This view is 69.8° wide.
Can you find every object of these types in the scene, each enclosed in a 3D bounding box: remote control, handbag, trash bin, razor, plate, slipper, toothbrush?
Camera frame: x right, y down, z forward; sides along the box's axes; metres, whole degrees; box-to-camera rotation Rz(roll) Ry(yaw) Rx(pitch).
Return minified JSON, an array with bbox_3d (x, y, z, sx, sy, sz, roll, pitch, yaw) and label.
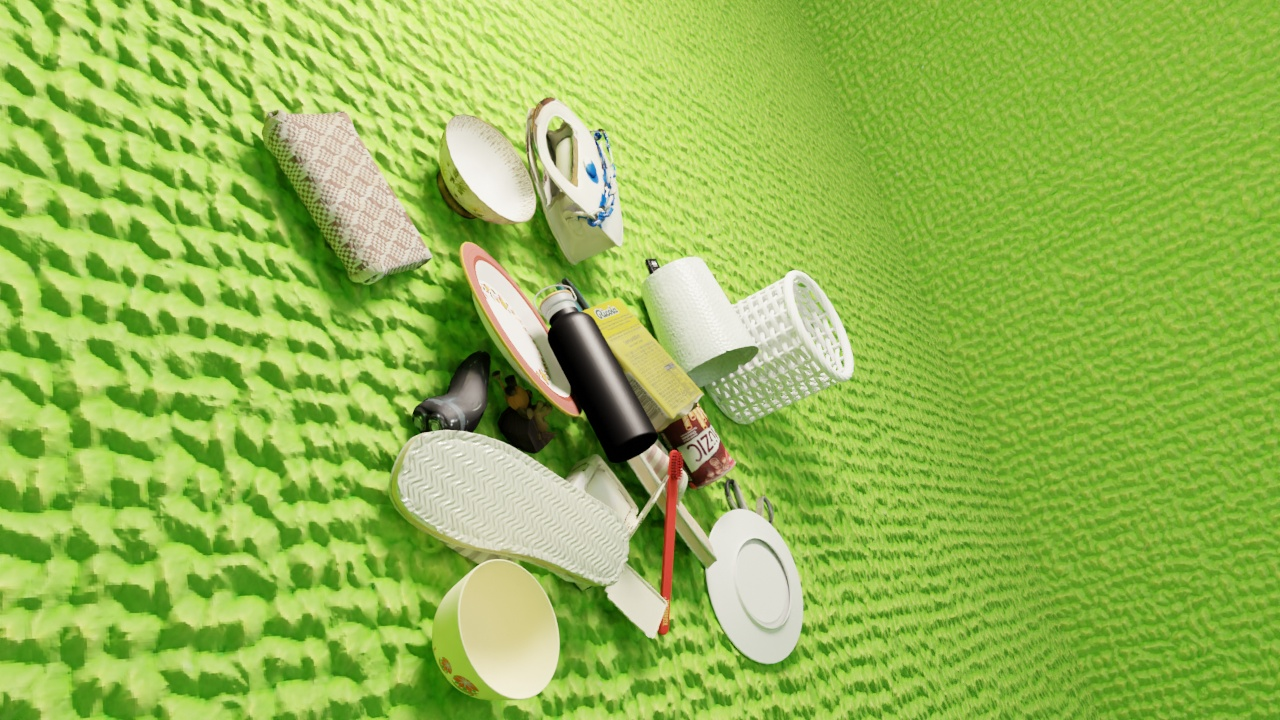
[{"bbox_3d":[0.044,-0.097,1.443,0.030,0.009,0.140,-11,75,-60],"label":"remote control"},{"bbox_3d":[-0.294,-0.164,0.920,0.186,0.047,0.124,59,21,-5],"label":"handbag"},{"bbox_3d":[0.079,-0.057,1.350,0.133,0.134,0.161,3,58,-57],"label":"trash bin"},{"bbox_3d":[-0.185,0.036,0.923,0.063,0.053,0.140,25,34,-10],"label":"razor"},{"bbox_3d":[0.163,0.303,1.247,0.208,0.015,0.208,26,52,-38],"label":"plate"},{"bbox_3d":[0.026,0.142,1.131,0.263,0.052,0.115,57,-2,-16],"label":"slipper"},{"bbox_3d":[-0.088,-0.250,1.223,0.199,0.093,0.200,54,23,-51],"label":"handbag"},{"bbox_3d":[-0.137,-0.030,1.027,0.230,0.021,0.229,56,7,-12],"label":"plate"},{"bbox_3d":[-0.120,0.149,0.889,0.272,0.054,0.114,28,66,-33],"label":"slipper"},{"bbox_3d":[0.036,0.211,1.063,0.012,0.018,0.212,6,85,-28],"label":"toothbrush"}]

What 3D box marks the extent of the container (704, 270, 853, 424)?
[{"bbox_3d":[0.209,-0.017,1.454,0.189,0.187,0.189,38,36,-36],"label":"container"}]

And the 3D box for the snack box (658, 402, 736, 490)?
[{"bbox_3d":[0.069,0.106,1.243,0.121,0.072,0.072,59,29,-4],"label":"snack box"}]

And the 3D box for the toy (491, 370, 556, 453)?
[{"bbox_3d":[-0.128,0.051,0.978,0.076,0.062,0.100,-103,171,-60],"label":"toy"}]

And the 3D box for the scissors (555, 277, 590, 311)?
[{"bbox_3d":[-0.063,-0.046,1.217,0.136,0.019,0.139,32,39,-42],"label":"scissors"}]

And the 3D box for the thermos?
[{"bbox_3d":[-0.059,0.005,1.055,0.061,0.061,0.231,9,46,-55],"label":"thermos"}]

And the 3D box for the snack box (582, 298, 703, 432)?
[{"bbox_3d":[-0.007,0.007,1.158,0.181,0.045,0.121,48,26,6],"label":"snack box"}]

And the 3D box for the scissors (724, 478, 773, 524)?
[{"bbox_3d":[0.167,0.243,1.343,0.157,0.013,0.170,56,29,-6],"label":"scissors"}]

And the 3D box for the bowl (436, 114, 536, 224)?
[{"bbox_3d":[-0.197,-0.215,1.100,0.145,0.063,0.145,39,35,-35],"label":"bowl"}]

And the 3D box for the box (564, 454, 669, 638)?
[{"bbox_3d":[-0.006,0.195,1.015,0.184,0.099,0.143,54,30,-14],"label":"box"}]

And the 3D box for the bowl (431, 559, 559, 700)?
[{"bbox_3d":[-0.137,0.240,0.791,0.118,0.074,0.117,38,36,-36],"label":"bowl"}]
